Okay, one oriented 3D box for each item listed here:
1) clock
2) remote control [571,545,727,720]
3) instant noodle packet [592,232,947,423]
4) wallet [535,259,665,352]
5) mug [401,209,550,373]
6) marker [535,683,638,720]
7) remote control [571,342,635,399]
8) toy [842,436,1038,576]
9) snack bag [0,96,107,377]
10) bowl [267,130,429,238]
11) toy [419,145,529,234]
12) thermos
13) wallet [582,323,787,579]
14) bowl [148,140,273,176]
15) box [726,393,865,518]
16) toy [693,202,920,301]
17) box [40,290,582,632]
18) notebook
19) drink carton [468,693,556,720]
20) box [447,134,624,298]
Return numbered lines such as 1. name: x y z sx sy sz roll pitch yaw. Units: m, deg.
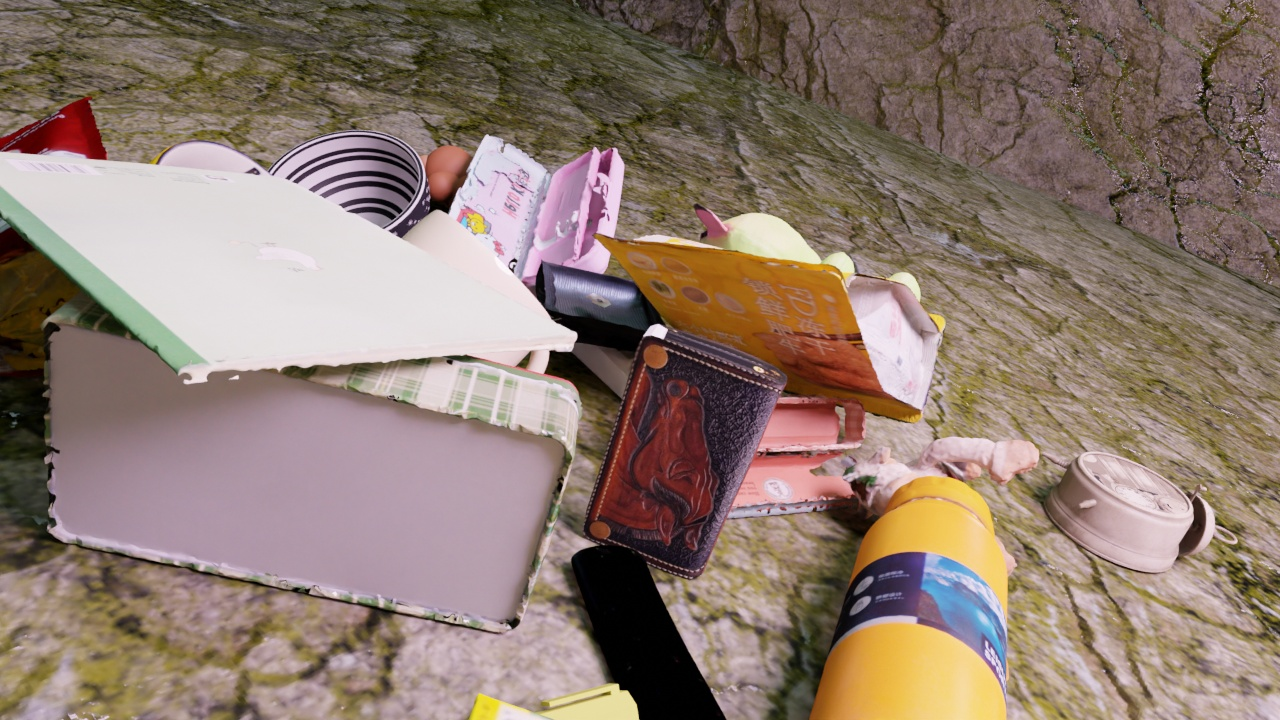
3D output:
1. clock: 0.366 0.108 0.664 0.141 0.055 0.092 14 25 -3
2. remote control: 0.007 0.133 0.404 0.041 0.020 0.152 7 25 -26
3. instant noodle packet: 0.089 -0.036 0.596 0.163 0.084 0.221 16 -6 33
4. wallet: -0.030 -0.038 0.670 0.089 0.026 0.115 11 23 -13
5. mug: -0.112 -0.011 0.534 0.120 0.099 0.096 48 -9 -29
6. marker: -0.057 0.143 0.338 0.123 0.018 0.021 -2 75 -34
7. remote control: -0.004 0.004 0.661 0.049 0.024 0.143 -3 31 -39
8. toy: 0.179 0.077 0.567 0.106 0.085 0.074 12 11 -3
9. snack bag: -0.353 -0.083 0.513 0.138 0.067 0.208 -40 54 -11
10. bowl: -0.214 -0.106 0.684 0.120 0.066 0.120 -1 54 1
11. toy: -0.155 -0.151 0.860 0.128 0.065 0.094 36 31 12
12. thermos: 0.133 0.136 0.433 0.076 0.091 0.232 -4 16 23
13. wallet: 0.019 0.048 0.464 0.072 0.123 0.019 21 25 6
14. bowl: -0.261 -0.065 0.554 0.117 0.068 0.117 47 29 -37
15. box: 0.069 0.058 0.564 0.186 0.082 0.042 0 -2 -32
16. toy: 0.132 -0.055 0.783 0.197 0.107 0.150 17 -8 10
17. box: -0.135 0.042 0.385 0.205 0.118 0.051 13 29 -7
18. notebook: -0.176 -0.052 0.417 0.253 0.010 0.181 28 20 33
19. drink carton: 0.000 0.160 0.294 0.134 0.059 0.042 19 24 -1
20. box: -0.087 -0.127 0.802 0.146 0.077 0.201 3 38 3
